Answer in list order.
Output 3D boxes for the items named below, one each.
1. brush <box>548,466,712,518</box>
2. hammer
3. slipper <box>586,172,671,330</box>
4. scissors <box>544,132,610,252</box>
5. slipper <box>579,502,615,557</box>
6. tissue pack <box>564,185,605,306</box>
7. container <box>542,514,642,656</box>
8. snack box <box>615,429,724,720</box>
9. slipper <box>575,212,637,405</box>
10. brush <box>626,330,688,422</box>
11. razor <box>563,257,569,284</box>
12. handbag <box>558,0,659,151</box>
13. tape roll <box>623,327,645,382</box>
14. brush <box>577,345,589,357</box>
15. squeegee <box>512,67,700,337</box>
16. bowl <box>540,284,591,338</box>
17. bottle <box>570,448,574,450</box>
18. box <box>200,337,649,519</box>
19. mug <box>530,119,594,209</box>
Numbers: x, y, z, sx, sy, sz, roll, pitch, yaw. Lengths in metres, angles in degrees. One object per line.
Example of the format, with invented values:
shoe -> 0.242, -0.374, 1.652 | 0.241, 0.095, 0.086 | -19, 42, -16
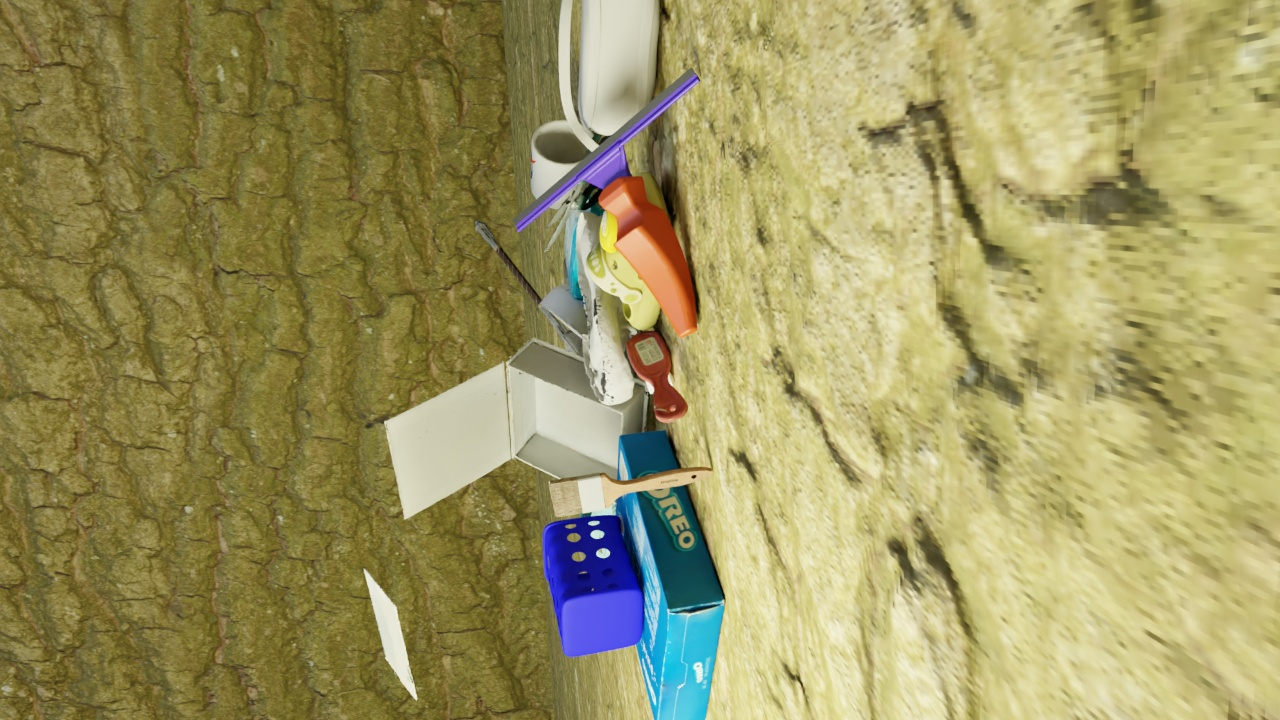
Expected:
brush -> -0.007, 0.109, 0.806 | 0.008, 0.143, 0.045 | -105, 6, -49
hammer -> -0.172, -0.108, 1.462 | 0.322, 0.044, 0.099 | 51, 158, 17
slipper -> -0.016, -0.106, 0.929 | 0.191, 0.081, 0.091 | 94, 169, -51
scissors -> -0.069, -0.197, 1.102 | 0.209, 0.015, 0.155 | -63, -7, -17
slipper -> -0.060, 0.202, 1.337 | 0.116, 0.069, 0.276 | -113, 21, -67
tissue pack -> -0.065, -0.149, 1.212 | 0.145, 0.061, 0.092 | 104, 160, -54
container -> -0.049, 0.228, 0.935 | 0.113, 0.085, 0.085 | -115, 21, -57
snack box -> 0.021, 0.222, 0.946 | 0.238, 0.056, 0.196 | -110, 18, -50
slipper -> -0.034, -0.062, 1.048 | 0.112, 0.074, 0.246 | 85, 180, -59
brush -> 0.019, 0.022, 0.918 | 0.172, 0.041, 0.030 | -111, 0, -60
razor -> -0.080, -0.107, 1.383 | 0.116, 0.047, 0.088 | -134, 40, -61
handbag -> -0.039, -0.330, 0.930 | 0.222, 0.095, 0.216 | -101, 13, -54
tape roll -> -0.007, 0.006, 1.105 | 0.093, 0.013, 0.093 | 174, 91, -79
brush -> -0.060, 0.021, 1.267 | 0.136, 0.055, 0.075 | 151, 122, -78
squeegee -> 0.005, -0.107, 0.820 | 0.250, 0.055, 0.184 | -31, 81, 39
bowl -> -0.085, -0.067, 1.296 | 0.105, 0.054, 0.105 | 41, 177, 2
bottle -> -0.090, 0.123, 1.466 | 0.062, 0.062, 0.176 | 117, 146, -71
box -> -0.246, 0.082, 1.090 | 0.148, 0.506, 0.167 | -100, 10, -49
mug -> -0.104, -0.290, 1.318 | 0.090, 0.091, 0.121 | 101, -164, -56
